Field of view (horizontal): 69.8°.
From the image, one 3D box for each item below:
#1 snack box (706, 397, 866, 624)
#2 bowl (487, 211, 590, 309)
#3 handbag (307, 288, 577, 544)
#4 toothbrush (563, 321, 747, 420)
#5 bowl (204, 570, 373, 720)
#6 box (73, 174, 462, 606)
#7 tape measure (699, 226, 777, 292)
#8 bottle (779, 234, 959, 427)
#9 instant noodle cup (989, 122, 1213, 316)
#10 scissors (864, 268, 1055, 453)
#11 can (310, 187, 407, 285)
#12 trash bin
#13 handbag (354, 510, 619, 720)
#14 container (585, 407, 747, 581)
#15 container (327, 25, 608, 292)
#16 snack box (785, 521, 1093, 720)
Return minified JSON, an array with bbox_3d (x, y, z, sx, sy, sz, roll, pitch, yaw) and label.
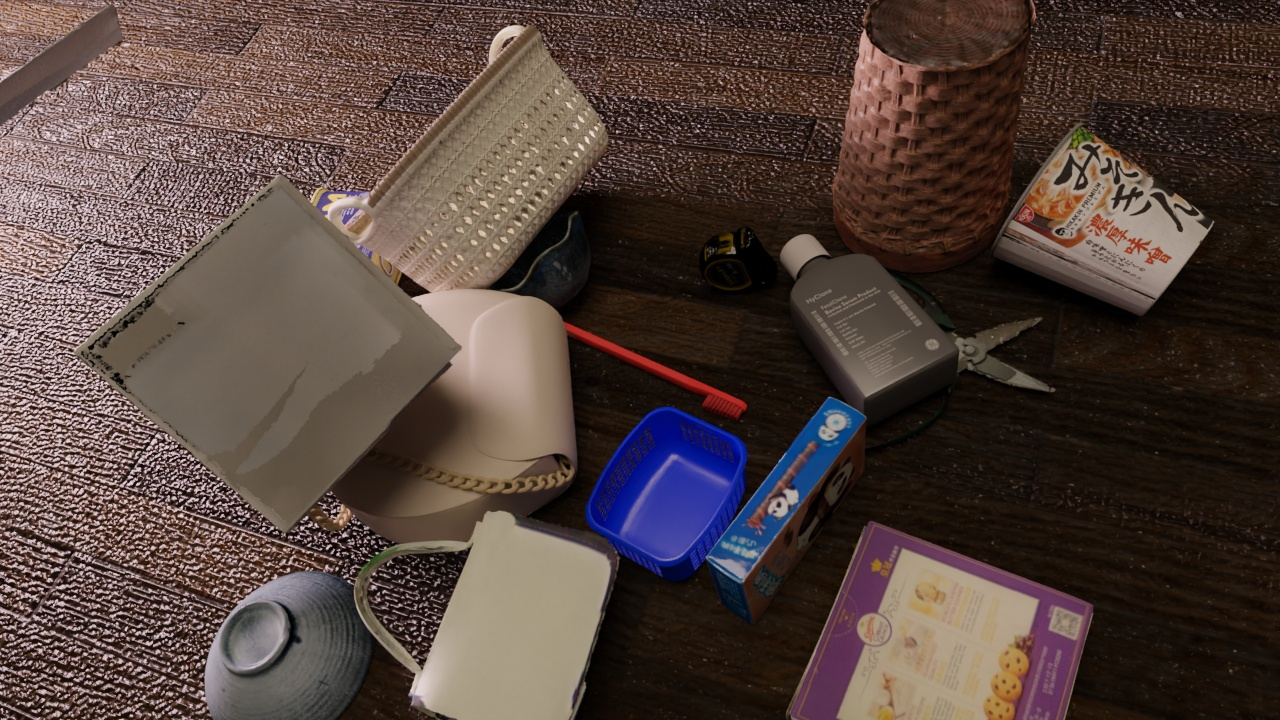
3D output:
[{"bbox_3d":[0.108,0.107,0.655,0.034,0.087,0.151,31,68,28],"label":"snack box"},{"bbox_3d":[-0.083,-0.081,0.830,0.110,0.055,0.110,-37,22,18],"label":"bowl"},{"bbox_3d":[-0.160,0.039,0.748,0.209,0.103,0.210,-11,55,5],"label":"handbag"},{"bbox_3d":[-0.005,0.005,0.793,0.213,0.012,0.017,24,65,25],"label":"toothbrush"},{"bbox_3d":[-0.276,0.214,0.687,0.137,0.057,0.136,-6,56,8],"label":"bowl"},{"bbox_3d":[-0.245,0.054,0.740,0.173,0.423,0.167,38,69,11],"label":"box"},{"bbox_3d":[0.083,-0.088,0.805,0.061,0.061,0.034,-12,55,26],"label":"tape measure"},{"bbox_3d":[0.171,-0.037,0.746,0.083,0.046,0.173,-27,54,-4],"label":"bottle"},{"bbox_3d":[0.367,-0.103,0.727,0.122,0.124,0.123,36,70,20],"label":"instant noodle cup"},{"bbox_3d":[0.220,0.005,0.743,0.202,0.015,0.202,29,66,29],"label":"scissors"},{"bbox_3d":[-0.283,-0.116,0.907,0.092,0.057,0.116,3,58,13],"label":"can"},{"bbox_3d":[0.233,-0.194,0.752,0.151,0.210,0.151,-6,55,9],"label":"trash bin"},{"bbox_3d":[-0.116,0.182,0.652,0.176,0.074,0.151,18,63,1],"label":"handbag"},{"bbox_3d":[0.024,0.104,0.693,0.096,0.058,0.114,24,65,25],"label":"container"},{"bbox_3d":[-0.146,-0.171,0.833,0.143,0.185,0.245,42,66,-16],"label":"container"},{"bbox_3d":[0.187,0.194,0.575,0.148,0.041,0.143,19,63,23],"label":"snack box"}]
